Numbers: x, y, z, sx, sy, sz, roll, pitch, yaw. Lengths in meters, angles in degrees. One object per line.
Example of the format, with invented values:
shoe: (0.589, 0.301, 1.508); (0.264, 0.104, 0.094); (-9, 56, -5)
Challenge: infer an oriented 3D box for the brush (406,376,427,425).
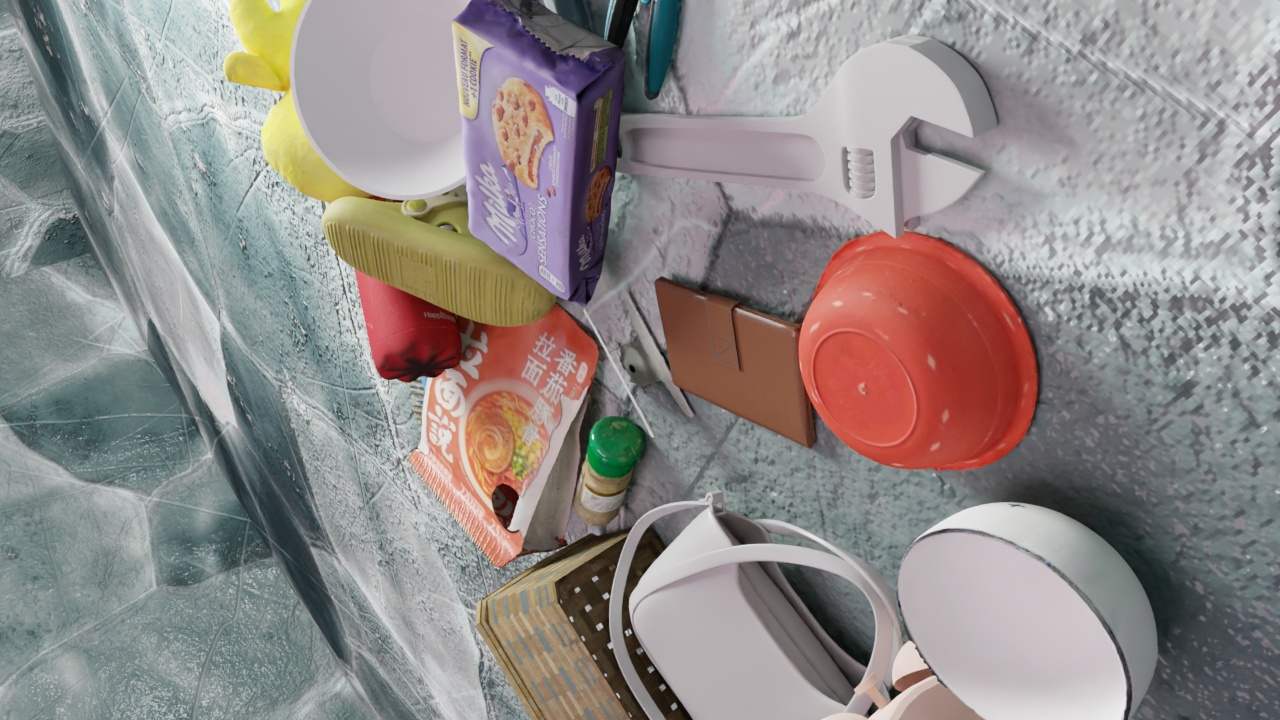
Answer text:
brush: (-0.186, 0.036, 0.910); (0.075, 0.055, 0.136); (9, 123, 27)

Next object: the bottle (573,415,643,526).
bottle: (-0.027, 0.091, 0.732); (0.043, 0.043, 0.111); (47, 146, 23)

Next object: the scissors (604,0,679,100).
scissors: (0.009, -0.206, 0.482); (0.131, 0.019, 0.150); (-4, 108, 54)

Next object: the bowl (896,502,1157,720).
bowl: (0.184, 0.115, 0.427); (0.113, 0.063, 0.114); (35, 139, 38)

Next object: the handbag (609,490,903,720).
handbag: (0.078, 0.176, 0.603); (0.216, 0.095, 0.223); (52, 142, 12)

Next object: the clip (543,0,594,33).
clip: (-0.071, -0.233, 0.567); (0.106, 0.027, 0.164); (33, 138, 37)

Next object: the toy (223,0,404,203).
toy: (-0.246, -0.209, 0.730); (0.207, 0.133, 0.092); (57, 154, 5)

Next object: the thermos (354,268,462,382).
thermos: (-0.213, -0.101, 0.790); (0.073, 0.073, 0.239); (-47, 56, 57)

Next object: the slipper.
slipper: (-0.148, -0.090, 0.712); (0.190, 0.081, 0.092); (18, 147, 5)

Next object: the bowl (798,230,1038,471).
bowl: (0.122, 0.004, 0.450); (0.130, 0.045, 0.131); (35, 139, 37)

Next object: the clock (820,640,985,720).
clock: (0.172, 0.223, 0.461); (0.160, 0.130, 0.086); (45, 144, 27)

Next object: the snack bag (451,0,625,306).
snack bag: (-0.059, -0.124, 0.569); (0.096, 0.058, 0.206); (35, 150, 15)

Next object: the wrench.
wrench: (0.057, -0.120, 0.479); (0.274, 0.018, 0.087); (21, 129, 49)

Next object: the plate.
plate: (-0.163, -0.204, 0.657); (0.174, 0.036, 0.174); (2, 100, 12)

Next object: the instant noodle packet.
instant noodle packet: (-0.108, 0.038, 0.786); (0.164, 0.083, 0.221); (41, 124, 35)

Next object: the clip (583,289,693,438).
clip: (-0.002, 0.003, 0.651); (0.058, 0.053, 0.102); (-28, 89, 24)

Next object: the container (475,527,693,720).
container: (-0.022, 0.277, 0.762); (0.250, 0.157, 0.187); (56, 137, 10)

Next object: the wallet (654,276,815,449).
wallet: (0.057, -0.001, 0.569); (0.121, 0.013, 0.087); (25, 137, 45)
